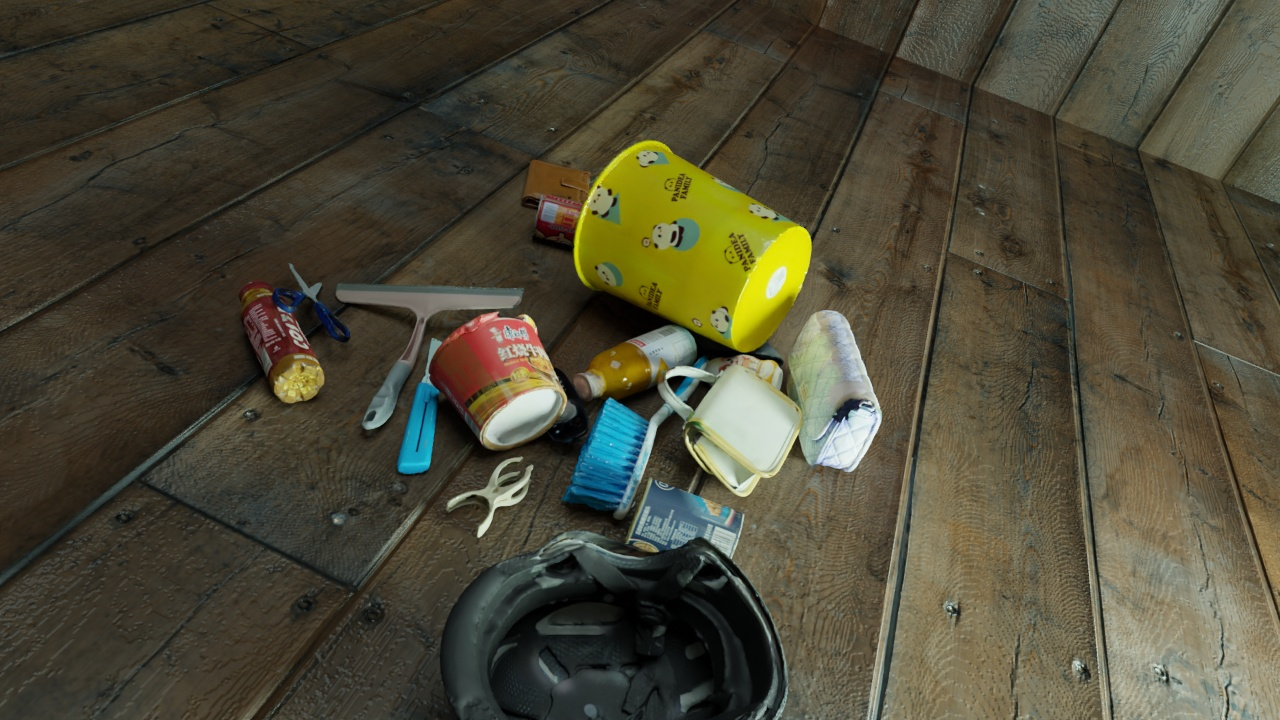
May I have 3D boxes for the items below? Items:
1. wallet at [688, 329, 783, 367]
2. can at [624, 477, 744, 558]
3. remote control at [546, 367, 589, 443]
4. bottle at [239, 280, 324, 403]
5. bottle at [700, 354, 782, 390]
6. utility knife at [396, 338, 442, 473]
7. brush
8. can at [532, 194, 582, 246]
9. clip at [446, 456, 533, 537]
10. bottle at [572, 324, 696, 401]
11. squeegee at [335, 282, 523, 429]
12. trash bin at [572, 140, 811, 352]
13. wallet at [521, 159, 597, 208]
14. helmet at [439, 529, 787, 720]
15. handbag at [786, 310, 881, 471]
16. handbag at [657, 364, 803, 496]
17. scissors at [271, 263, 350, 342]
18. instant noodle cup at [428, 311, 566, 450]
[{"bbox_3d":[0.134,-0.020,1.303,0.120,0.019,0.097,9,18,-13],"label":"wallet"},{"bbox_3d":[0.048,0.179,0.978,0.111,0.075,0.075,21,36,2],"label":"can"},{"bbox_3d":[-0.098,0.057,1.106,0.053,0.024,0.136,-22,42,-9],"label":"remote control"},{"bbox_3d":[-0.418,-0.027,1.055,0.057,0.058,0.175,-11,46,-34],"label":"bottle"},{"bbox_3d":[0.133,0.023,1.229,0.108,0.063,0.063,12,34,17],"label":"bottle"},{"bbox_3d":[-0.251,0.045,1.071,0.034,0.018,0.237,9,36,-12],"label":"utility knife"},{"bbox_3d":[0.003,0.073,1.103,0.109,0.061,0.313,24,41,-3],"label":"brush"},{"bbox_3d":[-0.115,-0.214,1.420,0.094,0.067,0.066,13,37,-7],"label":"can"},{"bbox_3d":[-0.154,0.143,0.974,0.071,0.035,0.099,36,44,20],"label":"clip"},{"bbox_3d":[-0.007,0.007,1.182,0.189,0.068,0.068,-23,53,-42],"label":"bottle"},{"bbox_3d":[-0.284,0.000,1.096,0.248,0.040,0.248,3,42,7],"label":"squeegee"},{"bbox_3d":[0.076,-0.148,1.258,0.255,0.230,0.228,31,38,27],"label":"trash bin"},{"bbox_3d":[-0.134,-0.288,1.542,0.119,0.035,0.130,7,38,-6],"label":"wallet"},{"bbox_3d":[-0.023,0.271,0.763,0.274,0.157,0.229,-4,43,-12],"label":"helmet"},{"bbox_3d":[0.245,0.041,1.193,0.075,0.134,0.193,10,36,-13],"label":"handbag"},{"bbox_3d":[0.100,0.066,1.130,0.179,0.063,0.162,40,37,2],"label":"handbag"},{"bbox_3d":[-0.398,-0.071,1.114,0.164,0.012,0.162,40,8,6],"label":"scissors"},{"bbox_3d":[-0.157,0.030,1.044,0.137,0.138,0.108,-14,56,-36],"label":"instant noodle cup"}]
